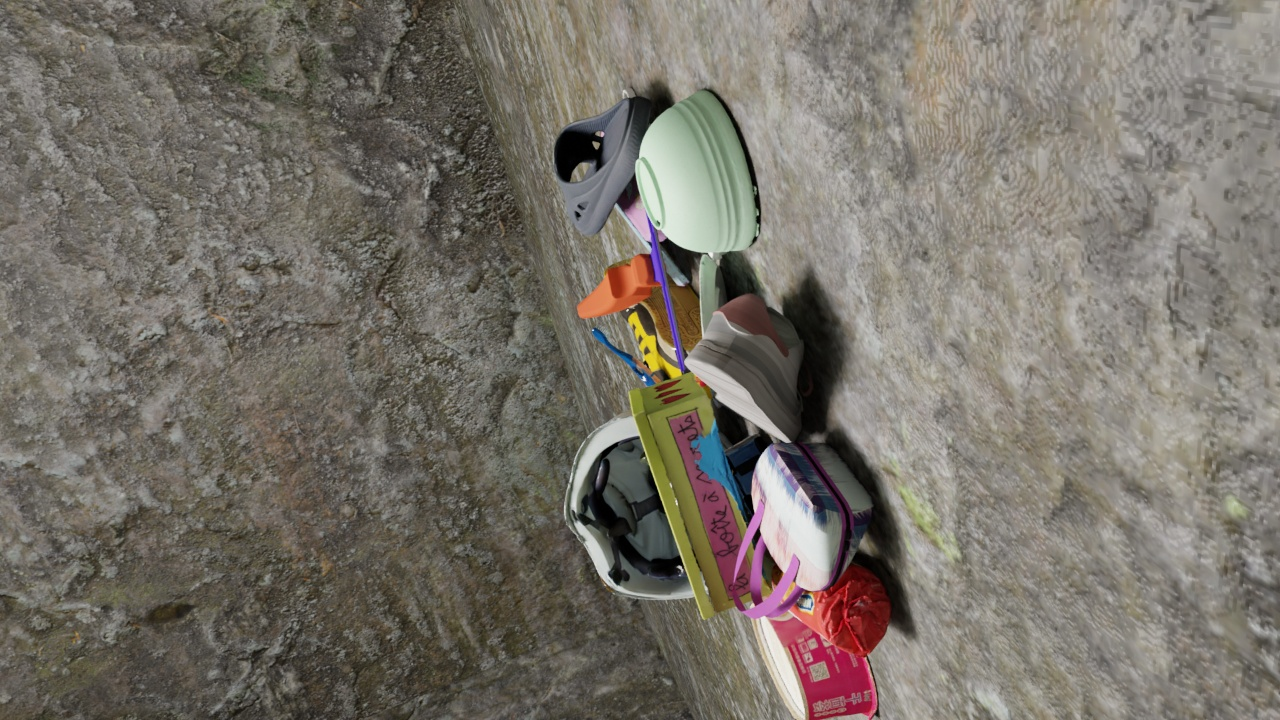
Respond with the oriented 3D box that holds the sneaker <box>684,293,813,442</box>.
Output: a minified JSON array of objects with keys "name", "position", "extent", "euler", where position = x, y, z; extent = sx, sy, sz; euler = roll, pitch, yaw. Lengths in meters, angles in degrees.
[{"name":"sneaker","position":[0.111,0.005,0.819],"extent":[0.099,0.089,0.236],"euler":[30,175,22]}]

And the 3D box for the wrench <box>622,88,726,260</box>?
[{"name":"wrench","position":[0.033,-0.209,0.999],"extent":[0.047,0.009,0.273],"euler":[84,164,-55]}]

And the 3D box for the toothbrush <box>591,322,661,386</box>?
[{"name":"toothbrush","position":[-0.006,0.006,1.067],"extent":[0.135,0.017,0.022],"euler":[45,144,-15]}]

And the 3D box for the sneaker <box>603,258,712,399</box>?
[{"name":"sneaker","position":[0.029,-0.032,1.143],"extent":[0.238,0.086,0.122],"euler":[-127,23,-50]}]

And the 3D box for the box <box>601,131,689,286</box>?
[{"name":"box","position":[-0.001,-0.190,1.137],"extent":[0.214,0.051,0.149],"euler":[-122,12,-51]}]

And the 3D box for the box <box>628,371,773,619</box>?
[{"name":"box","position":[0.056,0.130,0.928],"extent":[0.124,0.082,0.221],"euler":[-112,1,-77]}]

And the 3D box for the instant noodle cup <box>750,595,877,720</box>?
[{"name":"instant noodle cup","position":[0.184,0.324,1.025],"extent":[0.179,0.077,0.178],"euler":[159,91,-81]}]

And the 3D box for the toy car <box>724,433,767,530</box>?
[{"name":"toy car","position":[0.132,0.134,0.987],"extent":[0.055,0.056,0.153],"euler":[59,-179,-26]}]

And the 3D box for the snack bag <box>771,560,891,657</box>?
[{"name":"snack bag","position":[0.180,0.221,0.863],"extent":[0.176,0.082,0.082],"euler":[173,77,-81]}]

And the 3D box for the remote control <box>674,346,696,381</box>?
[{"name":"remote control","position":[0.061,0.052,1.016],"extent":[0.032,0.015,0.136],"euler":[-114,6,-78]}]

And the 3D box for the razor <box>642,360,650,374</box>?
[{"name":"razor","position":[0.028,-0.018,1.250],"extent":[0.141,0.063,0.053],"euler":[81,165,-58]}]

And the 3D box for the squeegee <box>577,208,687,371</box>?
[{"name":"squeegee","position":[-0.017,-0.086,1.064],"extent":[0.185,0.055,0.249],"euler":[-26,73,50]}]

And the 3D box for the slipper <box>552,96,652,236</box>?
[{"name":"slipper","position":[-0.059,-0.221,1.040],"extent":[0.269,0.083,0.110],"euler":[150,133,-72]}]

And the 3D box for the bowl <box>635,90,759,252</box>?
[{"name":"bowl","position":[0.043,-0.163,0.839],"extent":[0.151,0.077,0.151],"euler":[160,91,-82]}]

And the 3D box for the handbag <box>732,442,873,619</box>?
[{"name":"handbag","position":[0.129,0.163,0.820],"extent":[0.144,0.068,0.170],"euler":[60,138,47]}]

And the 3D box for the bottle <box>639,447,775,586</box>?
[{"name":"bottle","position":[0.082,0.171,1.044],"extent":[0.207,0.071,0.071],"euler":[44,174,-8]}]

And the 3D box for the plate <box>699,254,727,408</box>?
[{"name":"plate","position":[0.078,-0.030,0.929],"extent":[0.157,0.014,0.157],"euler":[-4,-91,-78]}]

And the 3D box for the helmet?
[{"name":"helmet","position":[0.034,0.164,1.180],"extent":[0.163,0.237,0.264],"euler":[-63,-47,-66]}]
